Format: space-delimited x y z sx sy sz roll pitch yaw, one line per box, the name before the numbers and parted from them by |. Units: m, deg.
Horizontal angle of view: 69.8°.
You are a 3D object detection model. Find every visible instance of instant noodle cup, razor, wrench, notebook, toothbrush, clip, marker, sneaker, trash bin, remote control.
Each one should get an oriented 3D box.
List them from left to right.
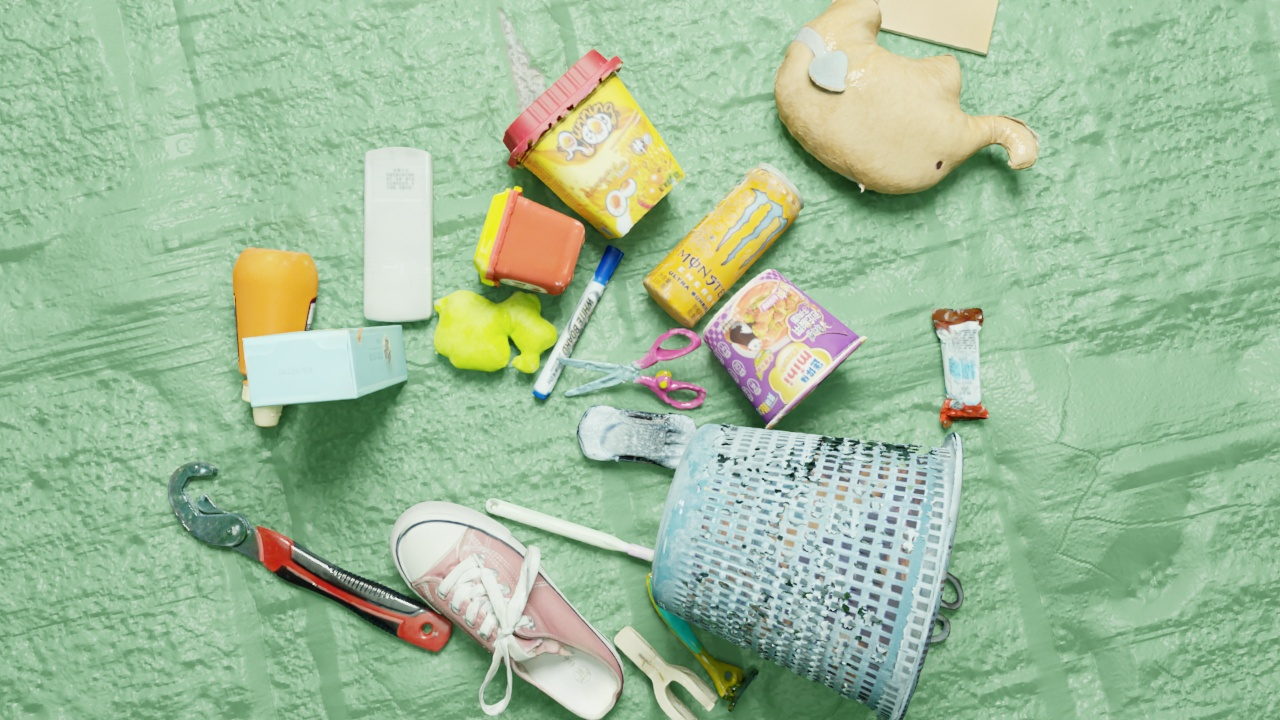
wrench | -0.284 0.172 0.781 0.273 0.016 0.056 31 88 0
remote control | -0.208 -0.108 0.790 0.058 0.021 0.150 0 88 -2
sneaker | -0.108 0.207 0.749 0.241 0.088 0.118 43 87 -1
marker | -0.055 -0.033 0.795 0.017 0.017 0.145 28 87 -1
toothbrush | -0.043 0.152 0.789 0.189 0.020 0.029 17 83 0
instant noodle cup | -0.036 -0.171 0.760 0.116 0.116 0.123 -44 101 -3
clip | 0.023 0.268 0.764 0.035 0.095 0.102 -45 101 -3
razor | 0.046 0.235 0.783 0.132 0.028 0.043 51 52 0
instant noodle cup | 0.112 -0.014 0.759 0.111 0.111 0.099 -43 82 -3
trash bin | 0.120 0.141 0.703 0.195 0.226 0.226 15 87 13
notebook | 0.263 -0.390 0.823 0.148 0.008 0.207 14 87 -1

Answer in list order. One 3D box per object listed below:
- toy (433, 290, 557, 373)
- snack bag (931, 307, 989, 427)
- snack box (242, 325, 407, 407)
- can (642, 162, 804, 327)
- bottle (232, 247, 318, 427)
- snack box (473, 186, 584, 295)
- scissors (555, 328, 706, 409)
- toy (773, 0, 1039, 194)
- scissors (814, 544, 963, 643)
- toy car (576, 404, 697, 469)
toy | -0.127 -0.024 0.784 0.100 0.031 0.096 -29 78 -9
snack bag | 0.280 0.005 0.800 0.045 0.026 0.105 -3 87 7
snack box | -0.236 0.001 0.710 0.074 0.175 0.051 -6 94 -2
can | 0.071 -0.098 0.781 0.058 0.058 0.146 44 87 0
bottle | -0.308 -0.018 0.768 0.067 0.066 0.149 6 95 -2
snack box | -0.091 -0.095 0.762 0.080 0.091 0.082 16 88 -8
scissors | -0.005 0.004 0.776 0.135 0.017 0.108 12 127 -5
toy | 0.220 -0.206 0.780 0.226 0.082 0.143 33 96 -3
scissors | 0.200 0.179 0.801 0.133 0.014 0.175 -33 87 -2
toy car | -0.003 0.066 0.787 0.105 0.031 0.049 6 87 -1
